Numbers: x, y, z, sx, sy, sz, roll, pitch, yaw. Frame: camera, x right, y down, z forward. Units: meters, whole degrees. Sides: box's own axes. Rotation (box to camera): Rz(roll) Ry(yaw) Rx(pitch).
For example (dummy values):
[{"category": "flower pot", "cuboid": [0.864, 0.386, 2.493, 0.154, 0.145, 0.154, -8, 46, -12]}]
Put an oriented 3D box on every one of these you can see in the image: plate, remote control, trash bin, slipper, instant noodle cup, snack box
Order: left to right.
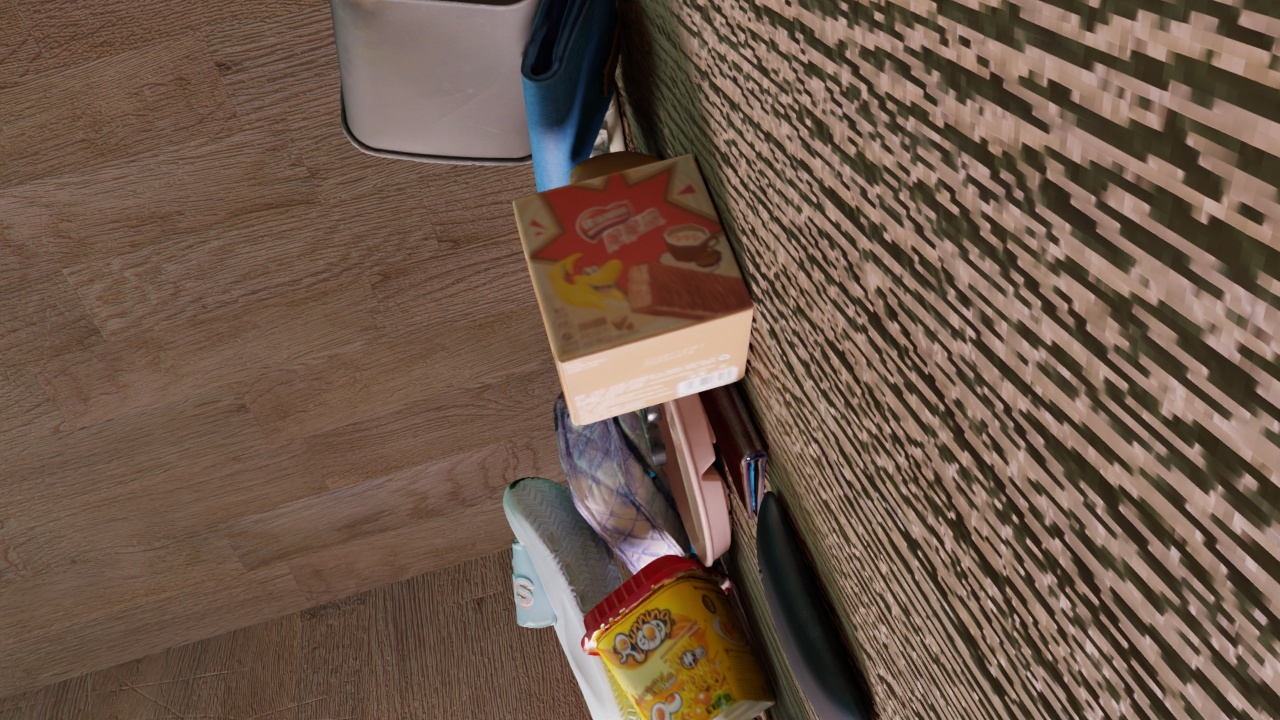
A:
[{"category": "trash bin", "cuboid": [-0.160, -0.300, 0.757, 0.220, 0.199, 0.198, 121, 150, -74]}, {"category": "slipper", "cuboid": [-0.061, 0.218, 0.812, 0.103, 0.074, 0.245, -15, -99, -66]}, {"category": "snack box", "cuboid": [-0.004, -0.034, 0.457, 0.077, 0.092, 0.094, 85, 169, -64]}, {"category": "plate", "cuboid": [0.029, 0.049, 0.728, 0.229, 0.028, 0.229, 162, 91, -85]}, {"category": "instant noodle cup", "cuboid": [0.034, 0.236, 0.728, 0.116, 0.116, 0.123, 32, -160, -54]}, {"category": "remote control", "cuboid": [0.078, 0.127, 0.447, 0.053, 0.024, 0.136, 79, 174, -51]}]

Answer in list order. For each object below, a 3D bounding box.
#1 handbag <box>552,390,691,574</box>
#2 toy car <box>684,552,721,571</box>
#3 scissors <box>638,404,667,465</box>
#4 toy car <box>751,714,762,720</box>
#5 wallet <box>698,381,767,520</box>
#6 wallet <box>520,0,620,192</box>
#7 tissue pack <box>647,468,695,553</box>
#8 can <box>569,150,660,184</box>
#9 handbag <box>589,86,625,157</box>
[{"category": "handbag", "cuboid": [-0.008, 0.114, 0.862, 0.194, 0.076, 0.134, 58, -167, -50]}, {"category": "toy car", "cuboid": [0.046, 0.213, 0.849, 0.091, 0.035, 0.042, 115, 174, -49]}, {"category": "scissors", "cuboid": [-0.004, 0.002, 0.728, 0.173, 0.014, 0.159, -121, 18, -79]}, {"category": "toy car", "cuboid": [0.101, 0.331, 0.776, 0.056, 0.037, 0.122, 68, 163, -1]}, {"category": "wallet", "cuboid": [0.044, 0.023, 0.533, 0.096, 0.020, 0.122, 73, 178, -59]}, {"category": "wallet", "cuboid": [-0.039, -0.162, 0.537, 0.133, 0.040, 0.106, 95, -169, -68]}, {"category": "tissue pack", "cuboid": [0.023, 0.182, 0.996, 0.090, 0.063, 0.140, 84, 169, -64]}, {"category": "can", "cuboid": [-0.008, -0.052, 0.567, 0.058, 0.058, 0.146, -112, 14, -52]}, {"category": "handbag", "cuboid": [-0.034, -0.136, 0.696, 0.163, 0.063, 0.178, 77, 171, -45]}]
